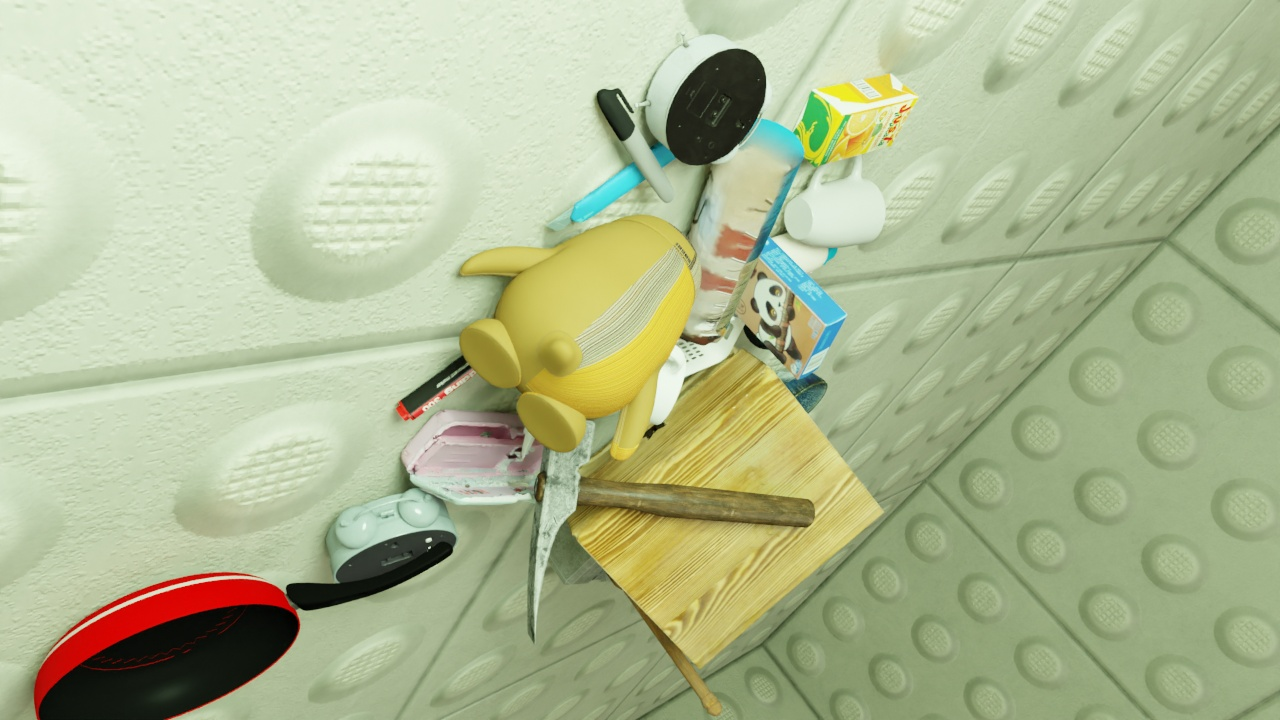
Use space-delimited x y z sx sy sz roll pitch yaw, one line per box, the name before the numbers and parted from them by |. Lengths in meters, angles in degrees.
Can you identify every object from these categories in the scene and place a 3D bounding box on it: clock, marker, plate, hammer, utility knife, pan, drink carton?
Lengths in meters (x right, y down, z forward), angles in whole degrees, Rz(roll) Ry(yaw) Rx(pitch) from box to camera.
clock | -0.243 0.170 0.894 0.122 0.045 0.160 -15 152 -19
marker | -0.149 0.005 0.801 0.145 0.021 0.023 -37 115 -5
plate | -0.086 0.031 0.877 0.134 0.011 0.134 -63 -178 3
hammer | 0.035 0.180 0.929 0.300 0.217 0.037 8 180 -18
marker | 0.001 -0.164 0.709 0.022 0.016 0.138 -41 145 3
hammer | 0.008 0.338 1.229 0.083 0.317 0.162 -45 155 11
utility knife | -0.004 -0.153 0.743 0.173 0.015 0.031 -37 153 -11
pan | -0.344 0.228 0.821 0.355 0.067 0.209 -25 152 -15
clock | 0.056 -0.198 0.710 0.122 0.035 0.095 12 119 -52
drink carton | 0.205 -0.230 0.874 0.122 0.041 0.058 -22 150 -34

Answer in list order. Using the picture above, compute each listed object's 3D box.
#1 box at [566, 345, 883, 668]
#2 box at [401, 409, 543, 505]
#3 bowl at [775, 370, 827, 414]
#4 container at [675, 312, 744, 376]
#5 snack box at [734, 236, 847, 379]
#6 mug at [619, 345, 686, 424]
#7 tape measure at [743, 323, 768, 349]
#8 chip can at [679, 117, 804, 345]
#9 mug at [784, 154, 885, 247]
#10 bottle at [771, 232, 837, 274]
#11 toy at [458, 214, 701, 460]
box | 0.090 0.162 1.080 0.279 0.257 0.215 -41 -163 -2
box | -0.137 0.112 0.915 0.088 0.095 0.201 -45 155 17
bowl | 0.210 0.051 1.334 0.114 0.060 0.114 -32 156 -16
container | 0.046 -0.025 0.990 0.129 0.049 0.081 -21 150 -34
snack box | 0.133 -0.063 0.924 0.034 0.151 0.087 -26 152 -29
mug | -0.005 0.005 0.880 0.111 0.090 0.073 131 -22 -56
tape measure | 0.158 -0.047 1.083 0.042 0.072 0.071 -18 120 -47
chip can | 0.080 -0.113 0.860 0.079 0.080 0.230 -24 151 -31
mug | 0.200 -0.169 0.955 0.089 0.071 0.107 -11 117 -31
bottle | 0.174 -0.118 1.008 0.145 0.051 0.051 -23 151 -32
toy | -0.034 -0.040 0.761 0.202 0.198 0.163 -46 -170 -34
